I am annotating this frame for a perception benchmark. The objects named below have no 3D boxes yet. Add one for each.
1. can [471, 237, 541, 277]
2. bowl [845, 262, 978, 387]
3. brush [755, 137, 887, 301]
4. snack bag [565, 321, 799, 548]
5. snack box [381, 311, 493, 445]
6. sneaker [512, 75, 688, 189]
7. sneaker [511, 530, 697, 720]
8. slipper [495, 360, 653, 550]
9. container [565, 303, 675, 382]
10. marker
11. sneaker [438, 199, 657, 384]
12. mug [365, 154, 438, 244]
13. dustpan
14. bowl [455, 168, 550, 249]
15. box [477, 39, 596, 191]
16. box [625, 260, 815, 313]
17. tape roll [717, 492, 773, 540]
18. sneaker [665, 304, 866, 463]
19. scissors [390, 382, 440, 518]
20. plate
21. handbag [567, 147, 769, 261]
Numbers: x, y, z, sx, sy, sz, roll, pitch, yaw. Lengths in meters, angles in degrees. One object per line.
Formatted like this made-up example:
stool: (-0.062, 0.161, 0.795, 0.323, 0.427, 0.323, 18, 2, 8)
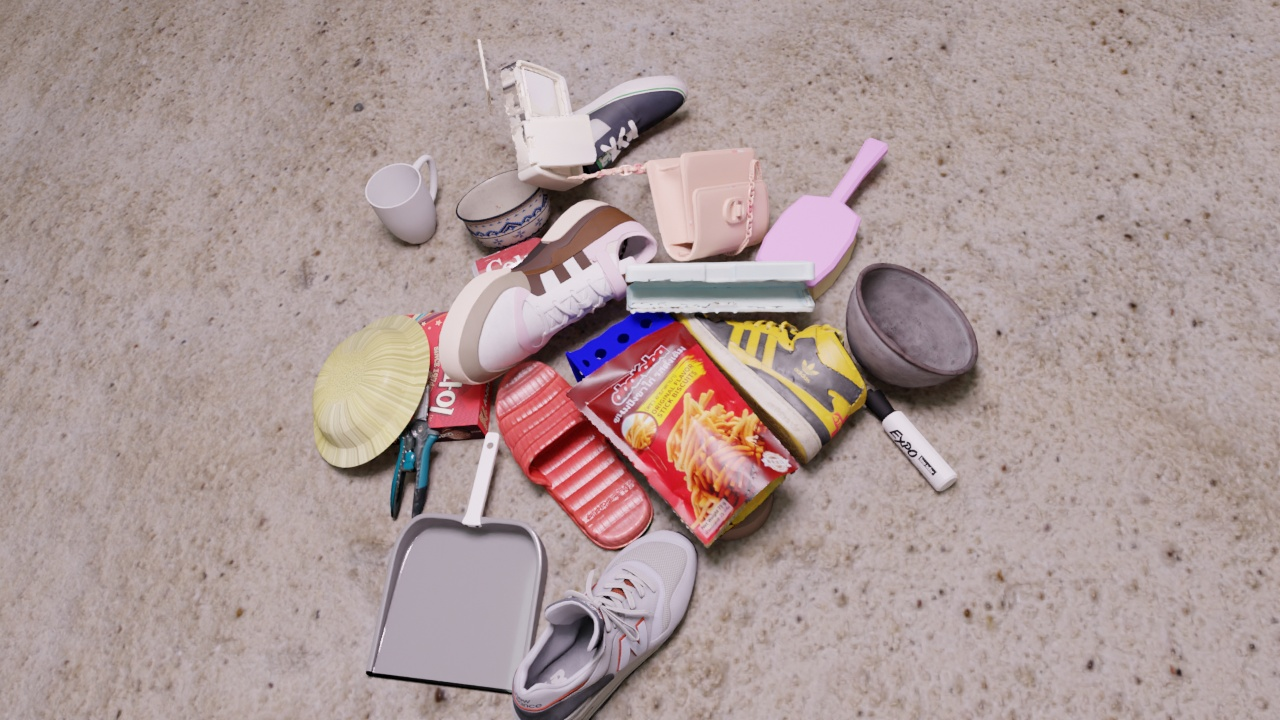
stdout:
can: (-0.149, -0.110, 1.102, 0.096, 0.054, 0.054, -22, 58, -2)
bowl: (0.266, -0.025, 0.945, 0.145, 0.067, 0.144, 16, 46, -18)
brush: (0.222, -0.167, 1.069, 0.089, 0.043, 0.228, 28, 69, 24)
snack bag: (0.043, 0.067, 0.902, 0.139, 0.067, 0.208, -39, 68, -6)
snack box: (-0.238, 0.018, 1.054, 0.133, 0.036, 0.151, -5, 59, 8)
sneaker: (-0.042, -0.285, 1.173, 0.235, 0.084, 0.079, -23, 68, 3)
sneaker: (-0.034, 0.239, 0.831, 0.089, 0.124, 0.239, 30, 70, 25)
slipper: (-0.080, 0.090, 0.968, 0.103, 0.059, 0.248, -34, 61, -10)
container: (-0.006, 0.006, 0.988, 0.113, 0.084, 0.085, -34, 59, -11)
marker: (0.269, 0.077, 0.927, 0.025, 0.025, 0.126, -31, 59, -8)
sneaker: (-0.087, -0.066, 1.011, 0.116, 0.112, 0.292, 19, 48, 36)
mug: (-0.287, -0.205, 1.163, 0.071, 0.089, 0.107, 20, 65, 21)
dustpan: (-0.174, 0.196, 0.938, 0.163, 0.033, 0.257, 2, 60, 12)
bowl: (-0.162, -0.181, 1.132, 0.116, 0.059, 0.115, -15, 37, 12)
box: (-0.123, -0.281, 1.047, 0.081, 0.181, 0.143, -15, 84, 33)
box: (0.082, -0.085, 0.971, 0.199, 0.073, 0.085, -2, 40, -1)
tape roll: (0.087, 0.132, 0.926, 0.094, 0.030, 0.093, -5, 59, 8)
sneaker: (0.137, -0.012, 0.968, 0.122, 0.086, 0.238, -38, 62, -9)
scissors: (-0.250, 0.099, 0.988, 0.135, 0.019, 0.130, -36, 82, 1)
plate: (-0.316, 0.025, 1.022, 0.185, 0.036, 0.184, -17, 57, 29)
handbag: (0.045, -0.176, 1.073, 0.188, 0.116, 0.198, -2, 12, 40)
